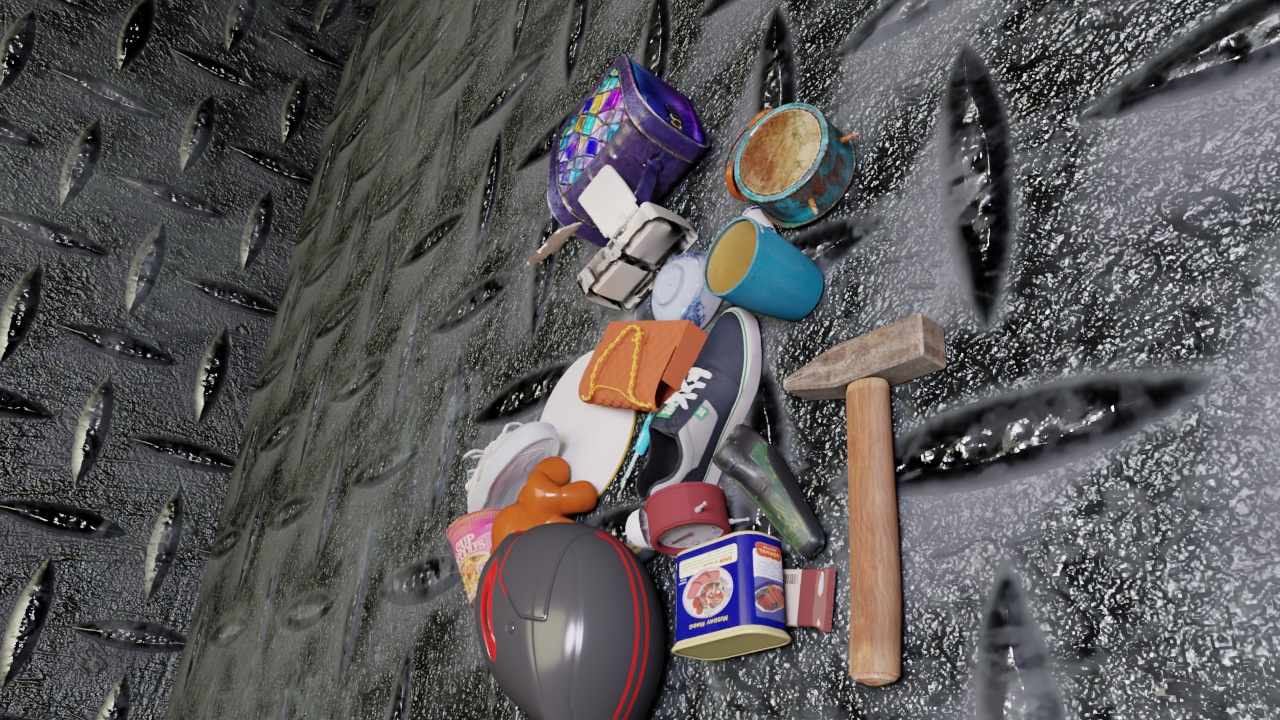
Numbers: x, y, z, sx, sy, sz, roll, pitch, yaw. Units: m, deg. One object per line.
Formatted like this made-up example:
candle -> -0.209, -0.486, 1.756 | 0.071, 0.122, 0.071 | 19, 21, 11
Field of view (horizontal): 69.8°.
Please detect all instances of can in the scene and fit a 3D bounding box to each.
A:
can -> 0.136, -0.132, 1.012 | 0.032, 0.032, 0.095 | -45, 39, 30
can -> 0.081, 0.216, 0.840 | 0.117, 0.056, 0.092 | -31, 47, 43

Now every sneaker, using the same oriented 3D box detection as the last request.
sneaker -> 0.059, 0.048, 0.976 | 0.084, 0.079, 0.235 | 10, 79, 57
sneaker -> -0.184, 0.132, 1.221 | 0.243, 0.089, 0.090 | -53, 54, 46

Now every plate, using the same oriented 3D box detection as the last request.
plate -> -0.084, 0.089, 1.206 | 0.230, 0.021, 0.229 | -32, 47, 42

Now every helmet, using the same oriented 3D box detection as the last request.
helmet -> -0.061, 0.270, 0.937 | 0.170, 0.164, 0.264 | -34, 50, 31

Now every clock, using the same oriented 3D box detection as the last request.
clock -> 0.155, -0.212, 0.992 | 0.158, 0.073, 0.121 | 29, 92, 45
clock -> 0.041, 0.165, 0.926 | 0.125, 0.087, 0.044 | -36, 45, 33

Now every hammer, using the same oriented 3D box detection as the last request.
hammer -> 0.191, 0.120, 0.783 | 0.158, 0.037, 0.300 | -25, 51, 46

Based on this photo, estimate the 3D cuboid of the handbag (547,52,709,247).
handbag -> -0.020, -0.273, 1.234 | 0.205, 0.125, 0.221 | -43, 38, 33

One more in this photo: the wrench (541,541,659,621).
wrench -> -0.061, 0.256, 1.076 | 0.274, 0.022, 0.073 | -38, 36, 38

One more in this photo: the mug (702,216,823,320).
mug -> 0.120, -0.085, 0.943 | 0.112, 0.104, 0.084 | -15, 60, 54

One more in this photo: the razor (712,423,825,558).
razor -> 0.118, 0.123, 0.862 | 0.054, 0.067, 0.151 | -56, 43, 23

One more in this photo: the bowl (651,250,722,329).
bowl -> 0.048, -0.086, 1.099 | 0.115, 0.045, 0.114 | -32, 47, 42

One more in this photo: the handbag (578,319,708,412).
handbag -> -0.006, 0.006, 1.084 | 0.172, 0.060, 0.108 | 3, 61, 57

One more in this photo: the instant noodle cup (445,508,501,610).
instant noodle cup -> -0.200, 0.267, 1.209 | 0.098, 0.097, 0.108 | -45, 46, 30

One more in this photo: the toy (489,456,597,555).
toy -> -0.131, 0.207, 1.133 | 0.176, 0.096, 0.112 | -50, 49, -4

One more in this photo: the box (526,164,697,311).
box -> -0.050, -0.162, 1.128 | 0.144, 0.192, 0.106 | -46, 56, 20

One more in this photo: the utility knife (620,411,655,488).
utility knife -> 0.010, 0.083, 1.081 | 0.022, 0.015, 0.151 | 25, 93, 59

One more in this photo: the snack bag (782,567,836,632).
snack bag -> 0.118, 0.220, 0.850 | 0.158, 0.013, 0.057 | -17, 57, 50
